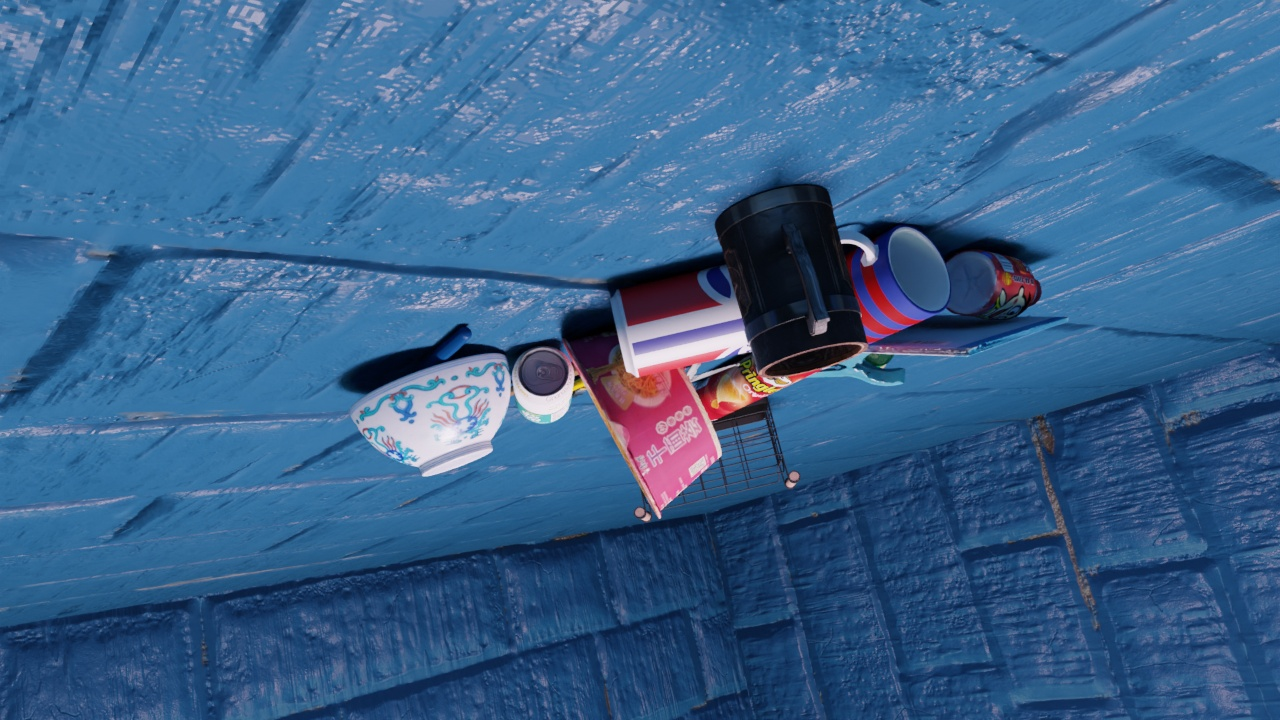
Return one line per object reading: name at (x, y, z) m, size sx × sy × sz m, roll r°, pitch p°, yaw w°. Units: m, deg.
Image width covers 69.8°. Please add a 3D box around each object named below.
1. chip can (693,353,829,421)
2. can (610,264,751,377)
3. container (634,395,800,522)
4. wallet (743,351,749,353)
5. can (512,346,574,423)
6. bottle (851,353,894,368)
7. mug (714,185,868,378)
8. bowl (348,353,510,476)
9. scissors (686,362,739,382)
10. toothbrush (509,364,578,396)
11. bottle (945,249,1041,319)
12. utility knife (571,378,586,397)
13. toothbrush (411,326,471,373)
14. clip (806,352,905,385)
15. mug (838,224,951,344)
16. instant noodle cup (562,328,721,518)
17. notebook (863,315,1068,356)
chip can at (0.132, 0.017, 1.031) m, size 0.051 × 0.051 × 0.215 m, roll -4°, pitch 164°, yaw -32°
can at (0.047, -0.034, 0.709) m, size 0.132 × 0.070 × 0.070 m, roll -13°, pitch 166°, yaw 0°
container at (0.101, 0.148, 1.363) m, size 0.241 × 0.130 × 0.163 m, roll -14°, pitch 166°, yaw 3°
wallet at (0.081, -0.024, 0.888) m, size 0.122 × 0.019 × 0.072 m, roll 0°, pitch 166°, yaw -42°
can at (-0.089, 0.023, 0.845) m, size 0.055 × 0.055 × 0.102 m, roll -11°, pitch 166°, yaw -9°
bottle at (0.276, -0.005, 1.100) m, size 0.043 × 0.043 × 0.111 m, roll -14°, pitch 168°, yaw 3°
mug at (0.100, -0.054, 0.597) m, size 0.080 × 0.107 × 0.116 m, roll -14°, pitch 166°, yaw 2°
bowl at (-0.173, 0.056, 0.806) m, size 0.144 × 0.074 × 0.144 m, roll -21°, pitch 172°, yaw -3°
scissors at (0.034, 0.025, 1.034) m, size 0.162 × 0.014 × 0.142 m, roll -1°, pitch 151°, yaw 8°
toothbrush at (-0.119, 0.026, 0.917) m, size 0.167 × 0.016 × 0.016 m, roll -18°, pitch 167°, yaw 12°
bottle at (0.334, -0.068, 0.857) m, size 0.137 × 0.062 × 0.062 m, roll 2°, pitch 160°, yaw -45°
utility knife at (-0.057, 0.023, 0.944) m, size 0.030 × 0.017 × 0.165 m, roll -9°, pitch 169°, yaw -34°
toothbrush at (-0.180, 0.005, 0.776) m, size 0.014 × 0.014 × 0.168 m, roll -9°, pitch 166°, yaw -38°
clip at (0.237, -0.012, 1.013) m, size 0.130 × 0.031 × 0.121 m, roll 13°, pitch 145°, yaw 3°
mug at (0.178, -0.066, 0.727) m, size 0.112 × 0.074 × 0.076 m, roll 25°, pitch 148°, yaw -26°
instant noodle cup at (0.006, 0.041, 0.804) m, size 0.077 × 0.178 × 0.179 m, roll -29°, pitch 167°, yaw -4°
notebook at (0.268, -0.027, 0.859) m, size 0.181 × 0.009 × 0.252 m, roll 3°, pitch -170°, yaw 42°
